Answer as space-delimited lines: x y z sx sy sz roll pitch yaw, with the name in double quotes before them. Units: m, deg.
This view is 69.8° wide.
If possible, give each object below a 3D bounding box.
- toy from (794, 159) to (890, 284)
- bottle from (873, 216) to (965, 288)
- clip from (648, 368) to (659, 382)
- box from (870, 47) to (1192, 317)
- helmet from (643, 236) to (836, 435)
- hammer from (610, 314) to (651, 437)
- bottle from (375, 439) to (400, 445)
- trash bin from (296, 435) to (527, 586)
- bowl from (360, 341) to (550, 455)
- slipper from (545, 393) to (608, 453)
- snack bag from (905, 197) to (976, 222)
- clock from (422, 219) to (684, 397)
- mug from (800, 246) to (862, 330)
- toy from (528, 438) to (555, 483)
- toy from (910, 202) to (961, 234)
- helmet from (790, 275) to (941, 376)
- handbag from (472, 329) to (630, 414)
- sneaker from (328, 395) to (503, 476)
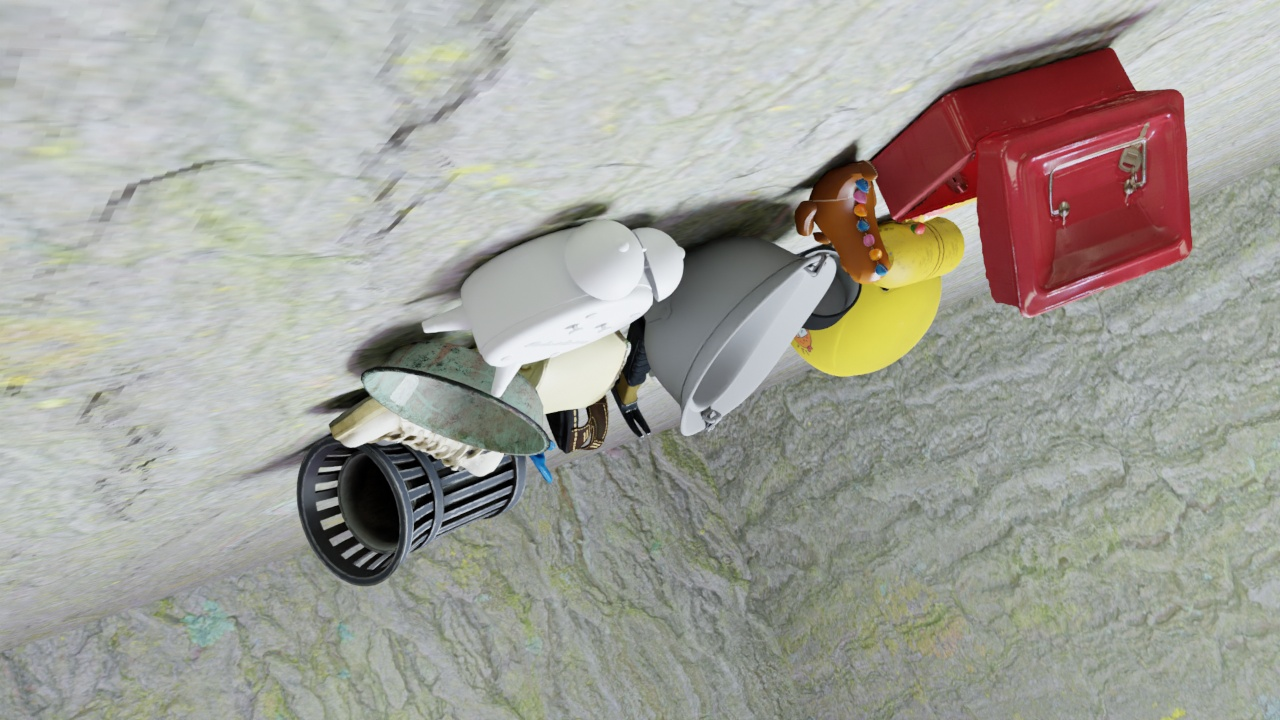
"toy" 0.166 -0.104 0.687 0.070 0.090 0.103 -22 177 -10
"bottle" 0.289 -0.119 1.003 0.071 0.071 0.163 -28 172 41
"clip" 0.046 -0.025 1.088 0.125 0.072 0.142 -27 -179 21
"box" 0.277 -0.140 0.673 0.157 0.154 0.168 -17 -158 -16
"helmet" 0.064 -0.044 0.786 0.184 0.118 0.270 -58 165 20
"hammer" -0.006 0.006 0.999 0.025 0.118 0.333 -22 168 -11
"bottle" -0.257 0.068 0.962 0.036 0.036 0.109 -25 172 28
"trash bin" -0.253 0.144 1.073 0.165 0.164 0.226 -26 175 31
"bowl" -0.141 0.027 0.736 0.157 0.038 0.158 15 158 6
"slipper" -0.074 0.049 1.059 0.075 0.113 0.268 -20 168 -7
"snack bag" 0.319 -0.166 0.943 0.099 0.020 0.026 -22 165 7
"clock" -0.052 -0.037 0.631 0.161 0.073 0.125 -25 172 25
"mug" 0.181 -0.079 1.019 0.113 0.078 0.088 6 174 4
"toy" -0.153 0.068 1.070 0.071 0.112 0.176 -36 146 10
"toy" 0.270 -0.156 0.786 0.103 0.046 0.084 -33 148 13
"helmet" 0.302 -0.059 1.205 0.208 0.139 0.241 -17 171 -28
"handbag" -0.080 0.001 0.833 0.119 0.081 0.111 -12 161 -45
"sneaker" -0.191 0.071 0.910 0.089 0.102 0.240 -27 170 39
